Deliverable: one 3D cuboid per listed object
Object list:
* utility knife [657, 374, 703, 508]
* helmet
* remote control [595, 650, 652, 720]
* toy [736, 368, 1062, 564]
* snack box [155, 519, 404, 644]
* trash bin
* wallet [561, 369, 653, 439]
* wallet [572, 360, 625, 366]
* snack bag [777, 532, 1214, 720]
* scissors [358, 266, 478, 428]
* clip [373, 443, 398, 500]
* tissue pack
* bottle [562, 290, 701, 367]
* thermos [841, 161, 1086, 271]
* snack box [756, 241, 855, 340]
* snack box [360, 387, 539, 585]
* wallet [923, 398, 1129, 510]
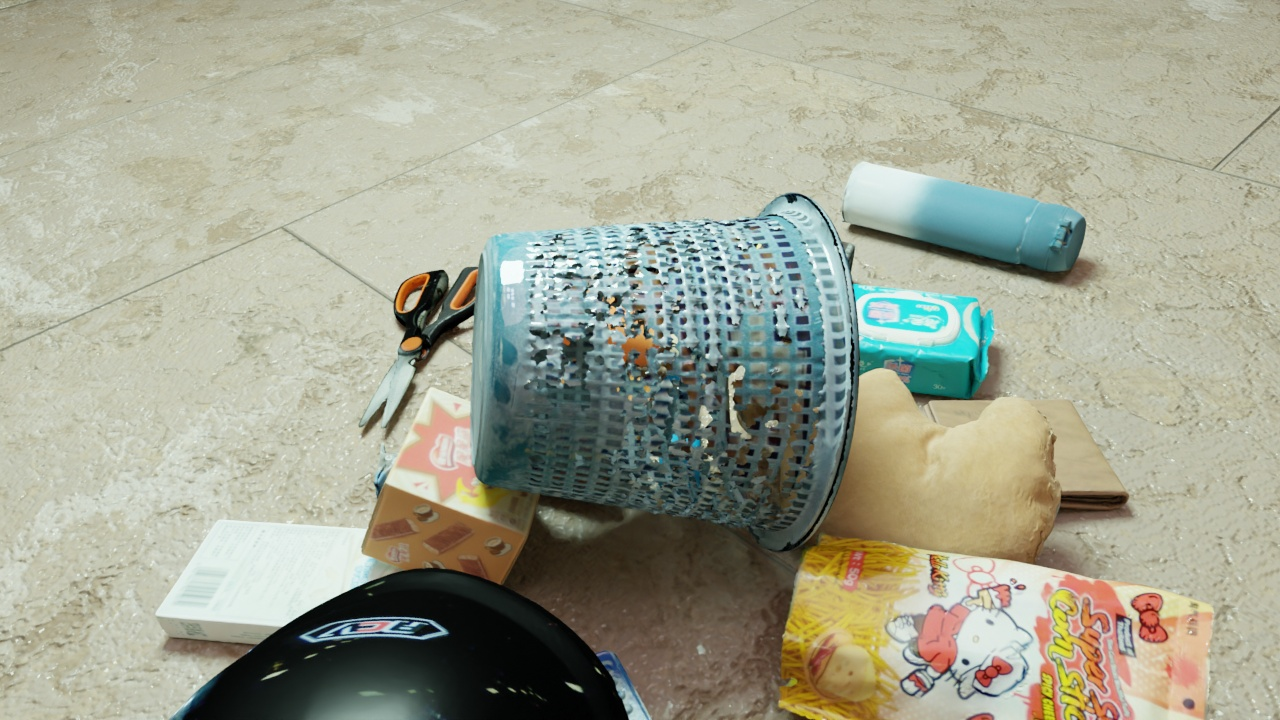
[{"bbox_3d":[0.032,0.039,0.728,0.034,0.018,0.202,0,38,1],"label":"utility knife"},{"bbox_3d":[-0.102,0.219,0.350,0.233,0.230,0.274,-3,77,4],"label":"helmet"},{"bbox_3d":[-0.011,0.218,0.503,0.049,0.024,0.125,-19,39,-17],"label":"remote control"},{"bbox_3d":[0.153,0.074,0.606,0.226,0.082,0.143,13,65,28],"label":"toy"},{"bbox_3d":[-0.230,0.149,0.615,0.157,0.027,0.084,2,38,9],"label":"snack box"},{"bbox_3d":[-0.003,0.003,0.567,0.195,0.227,0.226,3,37,-12],"label":"trash bin"},{"bbox_3d":[-0.051,0.051,0.714,0.108,0.031,0.131,3,39,16],"label":"wallet"},{"bbox_3d":[-0.054,-0.023,0.815,0.115,0.024,0.087,22,49,27],"label":"wallet"},{"bbox_3d":[0.185,0.162,0.494,0.208,0.073,0.128,8,59,25],"label":"snack bag"},{"bbox_3d":[-0.212,-0.016,0.832,0.161,0.022,0.233,14,46,33],"label":"scissors"},{"bbox_3d":[-0.190,0.084,0.698,0.026,0.024,0.056,0,32,2],"label":"clip"},{"bbox_3d":[0.219,-0.018,0.751,0.133,0.050,0.093,7,39,15],"label":"tissue pack"},{"bbox_3d":[-0.015,-0.023,0.754,0.149,0.067,0.066,13,41,5],"label":"bottle"},{"bbox_3d":[0.307,-0.138,0.884,0.221,0.070,0.070,21,45,28],"label":"thermos"},{"bbox_3d":[0.120,-0.071,0.838,0.126,0.053,0.113,16,43,17],"label":"snack box"},{"bbox_3d":[-0.119,0.088,0.612,0.094,0.077,0.092,22,39,-9],"label":"snack box"},{"bbox_3d":[0.272,0.064,0.657,0.115,0.020,0.101,1,37,-4],"label":"wallet"}]
